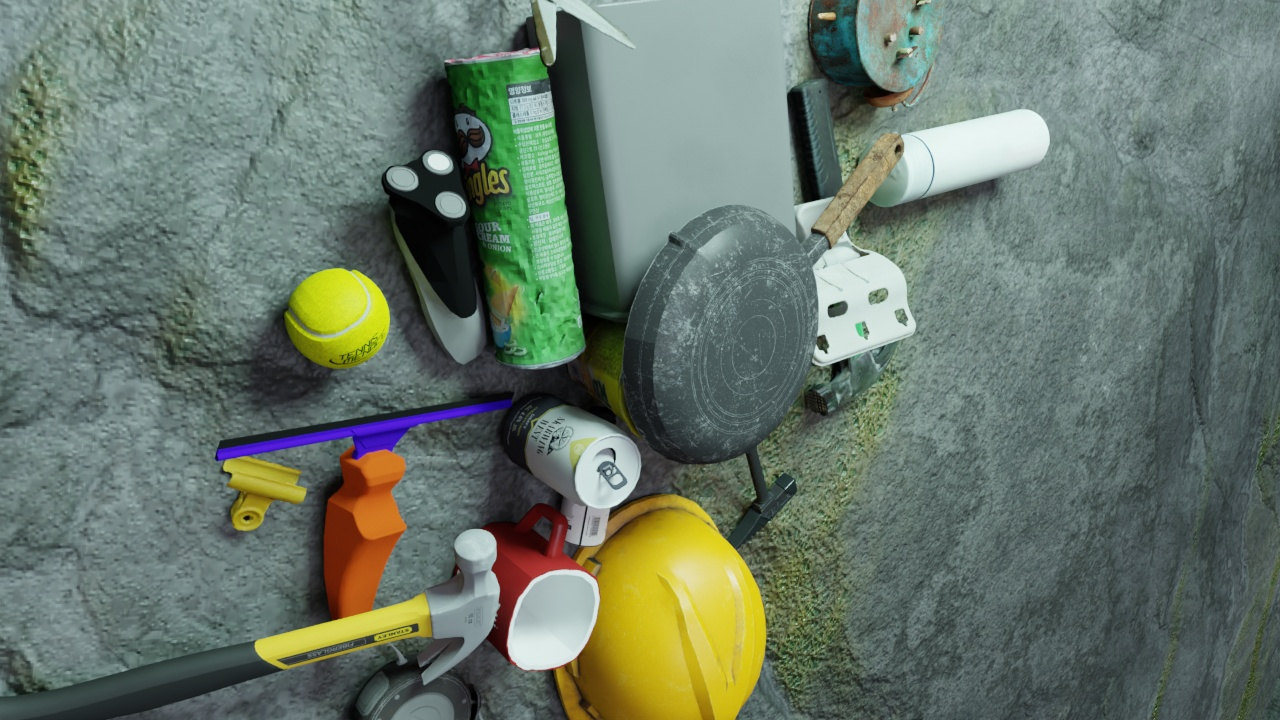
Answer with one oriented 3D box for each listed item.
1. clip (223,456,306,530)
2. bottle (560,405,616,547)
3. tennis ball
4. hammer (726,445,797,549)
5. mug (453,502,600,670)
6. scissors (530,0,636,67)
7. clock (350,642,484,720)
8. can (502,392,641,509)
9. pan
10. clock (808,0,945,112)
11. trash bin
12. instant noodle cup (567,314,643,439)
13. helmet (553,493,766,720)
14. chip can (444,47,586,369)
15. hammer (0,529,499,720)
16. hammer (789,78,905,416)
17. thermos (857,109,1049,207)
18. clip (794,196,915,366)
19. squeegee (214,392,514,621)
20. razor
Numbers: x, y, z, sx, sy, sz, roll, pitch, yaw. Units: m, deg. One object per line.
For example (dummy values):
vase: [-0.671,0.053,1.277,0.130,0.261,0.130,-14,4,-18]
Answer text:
clip: [-0.259,0.092,0.623,0.054,0.046,0.048,25,63,-39]
bottle: [-0.041,0.096,0.773,0.041,0.041,0.116,4,101,-37]
tennis ball: [-0.200,-0.028,0.607,0.065,0.065,0.065,-11,109,-34]
hammer: [0.086,0.058,0.810,0.094,0.015,0.325,-42,141,-19]
mug: [-0.088,0.169,0.724,0.080,0.097,0.116,11,96,-38]
scissors: [-0.088,-0.267,0.595,0.179,0.015,0.198,9,58,-15]
clock: [-0.178,0.279,0.724,0.091,0.044,0.123,-52,126,-12]
can: [-0.051,0.070,0.703,0.064,0.127,0.064,-11,109,-34]
pan: [0.120,-0.067,0.718,0.356,0.040,0.208,-48,131,-20]
clock: [0.230,-0.298,0.837,0.157,0.073,0.121,34,82,-38]
trash bin: [0.024,-0.163,0.713,0.191,0.098,0.220,-20,113,-31]
instant noodle cup: [-0.004,0.004,0.730,0.102,0.108,0.102,-11,110,-34]
helmet: [0.038,0.260,0.822,0.204,0.131,0.255,-10,107,-33]
chip can: [-0.087,-0.105,0.662,0.075,0.075,0.223,-19,114,-31]
hammer: [-0.254,0.199,0.615,0.323,0.029,0.127,-10,129,-20]
hammer: [0.191,-0.111,0.890,0.130,0.032,0.319,-29,118,-26]
thermos: [0.322,-0.208,0.935,0.229,0.068,0.068,-19,114,-30]
clip: [0.168,-0.070,0.838,0.126,0.110,0.150,-17,75,-30]
squeegee: [-0.198,0.120,0.656,0.249,0.055,0.185,-9,112,-55]
razor: [-0.139,-0.066,0.650,0.057,0.060,0.156,-36,141,-35]
